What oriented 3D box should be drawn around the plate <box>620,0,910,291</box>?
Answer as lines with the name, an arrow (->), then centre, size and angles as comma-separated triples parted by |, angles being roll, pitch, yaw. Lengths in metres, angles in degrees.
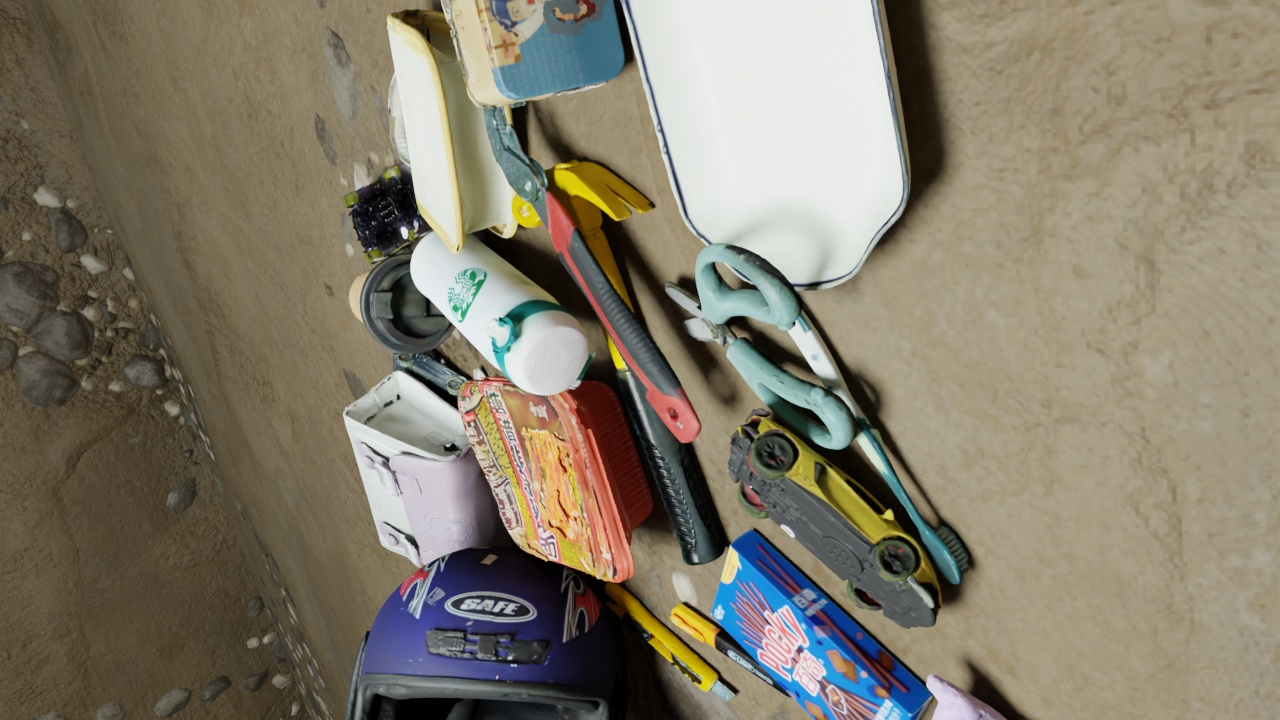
plate -> 0.059, -0.165, 0.449 | 0.162, 0.034, 0.266 | 3, 114, 54

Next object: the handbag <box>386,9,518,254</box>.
handbag -> -0.156, -0.187, 0.714 | 0.179, 0.063, 0.164 | 41, 142, 45

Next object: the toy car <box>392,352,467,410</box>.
toy car -> -0.206, 0.025, 0.937 | 0.121, 0.036, 0.054 | 27, 137, 29

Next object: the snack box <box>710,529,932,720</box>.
snack box -> 0.114, 0.194, 0.615 | 0.157, 0.026, 0.085 | 40, 140, 32

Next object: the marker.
marker -> 0.069, 0.223, 0.706 | 0.124, 0.015, 0.018 | 24, 134, 43

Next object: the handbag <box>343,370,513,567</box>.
handbag -> -0.213, 0.130, 0.935 | 0.145, 0.098, 0.197 | 20, 136, 23

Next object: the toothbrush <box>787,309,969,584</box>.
toothbrush -> 0.126, 0.036, 0.508 | 0.191, 0.018, 0.016 | 60, 152, 11

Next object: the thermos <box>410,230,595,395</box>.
thermos -> -0.111, -0.041, 0.690 | 0.224, 0.073, 0.073 | 37, 139, 52

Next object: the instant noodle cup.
instant noodle cup -> -0.062, 0.082, 0.736 | 0.189, 0.078, 0.164 | 2, 113, 55

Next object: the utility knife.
utility knife -> 0.017, 0.239, 0.787 | 0.174, 0.015, 0.033 | 31, 137, 41

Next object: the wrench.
wrench -> -0.036, -0.065, 0.602 | 0.273, 0.016, 0.056 | 60, 148, 9

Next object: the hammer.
hammer -> -0.004, 0.004, 0.648 | 0.129, 0.032, 0.301 | -8, 104, 57

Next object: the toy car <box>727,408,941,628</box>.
toy car -> 0.111, 0.093, 0.532 | 0.156, 0.041, 0.071 | 41, 156, 20

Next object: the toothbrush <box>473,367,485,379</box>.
toothbrush -> -0.139, 0.094, 0.905 | 0.016, 0.017, 0.188 | 11, 121, 50

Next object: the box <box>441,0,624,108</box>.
box -> -0.073, -0.244, 0.530 | 0.062, 0.089, 0.184 | 18, 127, 56

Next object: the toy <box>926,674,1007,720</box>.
toy -> 0.192, 0.233, 0.524 | 0.084, 0.038, 0.108 | 29, 132, 30

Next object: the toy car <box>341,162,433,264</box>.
toy car -> -0.228, -0.137, 0.854 | 0.158, 0.042, 0.070 | -10, 103, 50

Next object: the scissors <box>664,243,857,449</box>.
scissors -> 0.054, -0.026, 0.523 | 0.177, 0.019, 0.170 | 42, 163, 43

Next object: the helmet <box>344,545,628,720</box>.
helmet -> -0.131, 0.287, 0.790 | 0.315, 0.247, 0.240 | -159, 73, -86

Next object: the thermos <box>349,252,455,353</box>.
thermos -> -0.233, -0.057, 0.878 | 0.143, 0.092, 0.093 | 12, 121, 59
